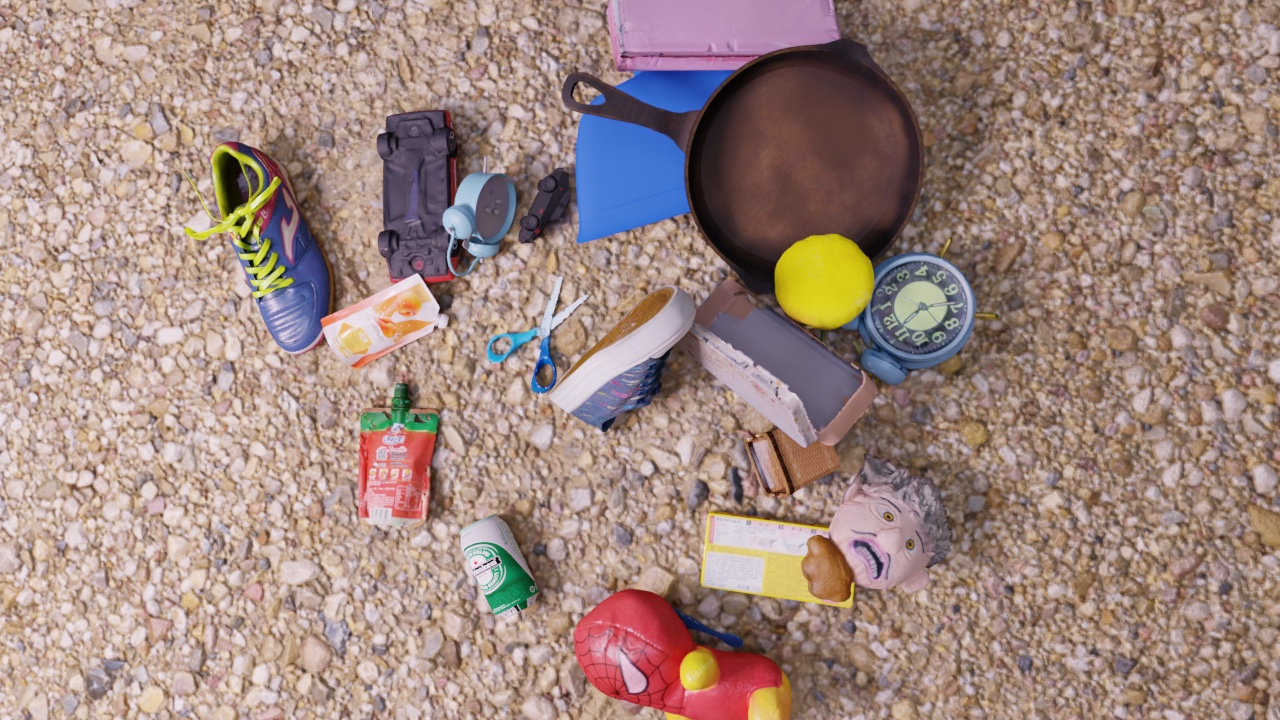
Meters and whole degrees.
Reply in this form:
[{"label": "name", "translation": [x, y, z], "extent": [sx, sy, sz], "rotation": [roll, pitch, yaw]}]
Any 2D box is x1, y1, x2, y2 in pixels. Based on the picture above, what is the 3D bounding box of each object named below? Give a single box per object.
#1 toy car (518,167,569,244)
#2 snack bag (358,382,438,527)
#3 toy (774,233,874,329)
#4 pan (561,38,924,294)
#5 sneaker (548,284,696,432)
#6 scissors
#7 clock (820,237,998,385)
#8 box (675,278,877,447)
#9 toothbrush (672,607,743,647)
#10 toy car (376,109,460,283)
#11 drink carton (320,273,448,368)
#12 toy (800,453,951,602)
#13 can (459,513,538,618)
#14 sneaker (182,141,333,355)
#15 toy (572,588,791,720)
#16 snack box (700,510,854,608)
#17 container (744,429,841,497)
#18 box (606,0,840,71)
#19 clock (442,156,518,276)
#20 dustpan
[{"label": "toy car", "translation": [-0.101, -0.162, 0.980], "extent": [0.036, 0.042, 0.091], "rotation": [25, 91, -15]}, {"label": "snack bag", "translation": [-0.264, 0.101, 0.989], "extent": [0.087, 0.044, 0.155], "rotation": [1, 81, 4]}, {"label": "toy", "translation": [0.174, -0.075, 0.875], "extent": [0.095, 0.041, 0.094], "rotation": [21, 87, 17]}, {"label": "pan", "translation": [0.096, -0.207, 0.894], "extent": [0.356, 0.043, 0.249], "rotation": [19, 106, -3]}, {"label": "sneaker", "translation": [-0.005, 0.005, 0.885], "extent": [0.079, 0.236, 0.087], "rotation": [43, 54, -8]}, {"label": "scissors", "translation": [-0.096, -0.024, 0.984], "extent": [0.133, 0.015, 0.103], "rotation": [-40, 77, 0]}, {"label": "clock", "translation": [0.256, -0.041, 0.904], "extent": [0.162, 0.060, 0.118], "rotation": [-33, 83, 9]}, {"label": "box", "translation": [0.116, -0.009, 0.864], "extent": [0.107, 0.095, 0.216], "rotation": [-32, 43, -15]}, {"label": "toothbrush", "translation": [0.042, 0.265, 0.938], "extent": [0.132, 0.016, 0.021], "rotation": [18, 88, 12]}, {"label": "toy car", "translation": [-0.238, -0.178, 0.993], "extent": [0.081, 0.056, 0.189], "rotation": [-3, 88, 7]}, {"label": "drink carton", "translation": [-0.275, -0.042, 0.996], "extent": [0.122, 0.038, 0.069], "rotation": [-25, 116, 7]}, {"label": "toy", "translation": [0.223, 0.164, 0.863], "extent": [0.175, 0.076, 0.132], "rotation": [-32, 83, -25]}, {"label": "can", "translation": [-0.147, 0.213, 0.952], "extent": [0.053, 0.053, 0.101], "rotation": [-28, 82, 6]}, {"label": "sneaker", "translation": [-0.416, -0.122, 1.001], "extent": [0.116, 0.091, 0.241], "rotation": [-21, 83, 4]}, {"label": "toy", "translation": [0.036, 0.300, 0.887], "extent": [0.216, 0.098, 0.148], "rotation": [26, 133, 8]}, {"label": "snack box", "translation": [0.140, 0.198, 0.921], "extent": [0.152, 0.025, 0.075], "rotation": [6, 87, 10]}, {"label": "container", "translation": [0.147, 0.093, 0.890], "extent": [0.061, 0.114, 0.063], "rotation": [-20, 83, -6]}, {"label": "box", "translation": [0.086, -0.333, 0.915], "extent": [0.232, 0.046, 0.098], "rotation": [-2, 63, -9]}, {"label": "clock", "translation": [-0.169, -0.145, 0.967], "extent": [0.042, 0.087, 0.123], "rotation": [16, 77, 23]}, {"label": "dustpan", "translation": [0.019, -0.278, 0.960], "extent": [0.246, 0.059, 0.257], "rotation": [-15, 93, 8]}]
